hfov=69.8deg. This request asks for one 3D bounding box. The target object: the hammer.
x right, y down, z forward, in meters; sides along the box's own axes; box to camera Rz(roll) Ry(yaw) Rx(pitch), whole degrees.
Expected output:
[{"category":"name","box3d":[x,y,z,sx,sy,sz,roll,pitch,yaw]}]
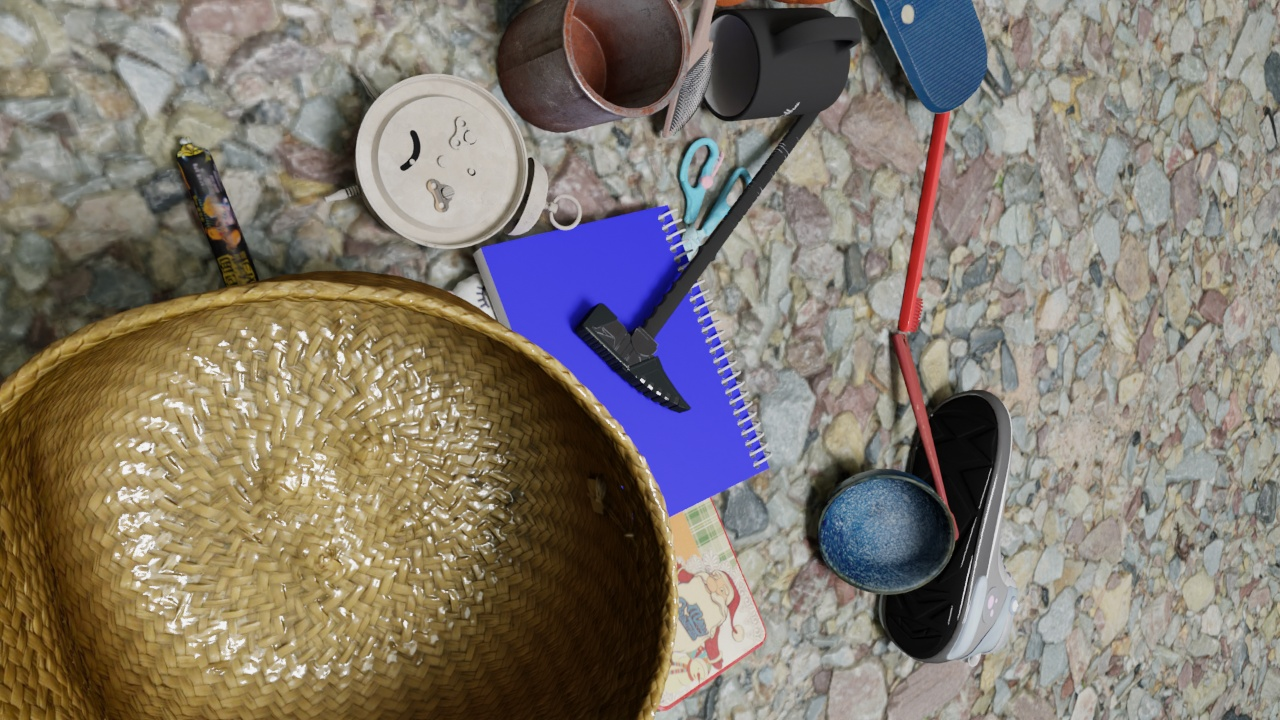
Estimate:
[{"category":"hammer","box3d":[0.075,-0.103,0.690,0.095,0.015,0.324,44,61,-14]}]

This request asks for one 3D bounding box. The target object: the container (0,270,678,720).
[{"category":"container","box3d":[-0.152,0.099,0.479,0.306,0.196,0.307,-2,99,-14]}]

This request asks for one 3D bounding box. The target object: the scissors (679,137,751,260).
[{"category":"scissors","box3d":[0.049,-0.099,0.719,0.076,0.015,0.141,18,92,-33]}]

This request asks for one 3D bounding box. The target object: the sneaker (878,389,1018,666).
[{"category":"sneaker","box3d":[0.324,0.164,0.881,0.160,0.093,0.256,18,85,-41]}]

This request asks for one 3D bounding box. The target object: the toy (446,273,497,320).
[{"category":"toy","box3d":[-0.101,-0.018,0.617,0.122,0.038,0.079,2,93,-36]}]

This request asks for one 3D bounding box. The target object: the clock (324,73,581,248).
[{"category":"clock","box3d":[-0.111,-0.116,0.587,0.156,0.061,0.103,16,87,-24]}]

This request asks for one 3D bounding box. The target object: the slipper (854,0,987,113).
[{"category":"slipper","box3d":[0.205,-0.342,0.756,0.118,0.060,0.295,-39,116,-18]}]

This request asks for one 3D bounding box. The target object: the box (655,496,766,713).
[{"category":"box","box3d":[0.004,0.131,0.650,0.117,0.051,0.205,-19,86,-40]}]

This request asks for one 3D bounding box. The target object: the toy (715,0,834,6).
[{"category":"toy","box3d":[0.072,-0.304,0.657,0.175,0.096,0.112,-11,73,-22]}]

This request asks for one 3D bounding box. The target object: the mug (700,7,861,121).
[{"category":"mug","box3d":[0.109,-0.225,0.676,0.087,0.114,0.078,-14,94,-30]}]

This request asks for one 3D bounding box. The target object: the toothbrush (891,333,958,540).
[{"category":"toothbrush","box3d":[0.253,0.068,0.825,0.016,0.017,0.189,-4,78,-40]}]

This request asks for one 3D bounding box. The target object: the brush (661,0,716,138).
[{"category":"brush","box3d":[0.043,-0.213,0.636,0.015,0.136,0.049,30,58,9]}]

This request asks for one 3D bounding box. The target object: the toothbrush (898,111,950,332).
[{"category":"toothbrush","box3d":[0.265,-0.130,0.844,0.017,0.012,0.212,9,91,-32]}]

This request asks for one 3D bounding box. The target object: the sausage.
[{"category":"sausage","box3d":[-0.238,-0.054,0.539,0.020,0.020,0.155,-22,107,-28]}]

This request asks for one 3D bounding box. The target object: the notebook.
[{"category":"notebook","box3d":[-0.004,0.004,0.641,0.171,0.022,0.209,-20,88,-36]}]

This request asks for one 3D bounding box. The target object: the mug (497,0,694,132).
[{"category":"mug","box3d":[-0.022,-0.207,0.603,0.122,0.110,0.096,-37,118,-23]}]

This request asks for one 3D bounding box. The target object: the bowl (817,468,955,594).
[{"category":"bowl","box3d":[0.214,0.141,0.809,0.114,0.060,0.114,4,110,10]}]
